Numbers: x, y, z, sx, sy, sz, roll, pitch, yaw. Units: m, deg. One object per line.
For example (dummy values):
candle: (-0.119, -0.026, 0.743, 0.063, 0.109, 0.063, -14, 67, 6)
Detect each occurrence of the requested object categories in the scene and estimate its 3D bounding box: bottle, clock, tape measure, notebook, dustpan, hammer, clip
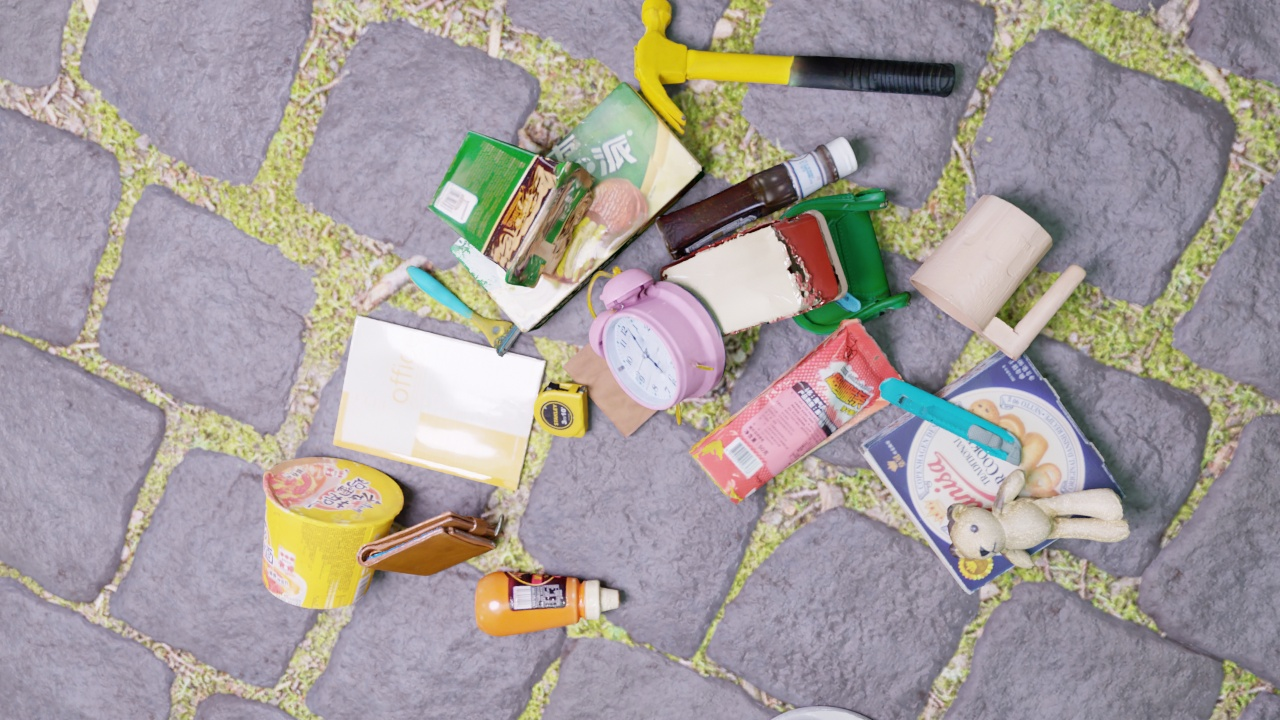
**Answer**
bottle: (-0.096, 0.252, 0.960, 0.149, 0.066, 0.067, -2, 97, -1)
clock: (0.006, -0.023, 0.870, 0.158, 0.059, 0.117, 47, 144, 18)
tape measure: (-0.080, 0.049, 0.941, 0.057, 0.028, 0.060, 6, 122, 12)
bottle: (0.110, -0.155, 0.874, 0.195, 0.080, 0.044, -24, 89, 6)
notebook: (-0.213, 0.045, 0.966, 0.206, 0.010, 0.146, 14, 99, 3)
dustpan: (0.164, 0.493, 0.991, 0.259, 0.142, 0.222, -36, 93, 38)
hammer: (0.143, -0.273, 0.868, 0.301, 0.033, 0.128, 3, 77, 1)
clip: (0.179, -0.063, 0.844, 0.057, 0.047, 0.014, 34, 91, -11)

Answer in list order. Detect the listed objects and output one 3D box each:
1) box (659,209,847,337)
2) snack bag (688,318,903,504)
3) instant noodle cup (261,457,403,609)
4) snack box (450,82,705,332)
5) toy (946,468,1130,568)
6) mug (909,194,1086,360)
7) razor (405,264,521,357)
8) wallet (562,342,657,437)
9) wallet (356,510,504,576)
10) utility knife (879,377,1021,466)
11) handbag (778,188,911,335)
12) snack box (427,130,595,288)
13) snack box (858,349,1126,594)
box: (0.094, -0.068, 0.839, 0.080, 0.169, 0.091, -21, 92, -37)
snack bag: (0.153, 0.054, 0.895, 0.208, 0.073, 0.128, -38, 130, 9)
instant noodle cup: (-0.322, 0.178, 0.939, 0.138, 0.137, 0.110, 18, 107, 3)
snack box: (-0.061, -0.146, 0.900, 0.240, 0.063, 0.114, -41, 90, 10)
toy: (0.366, 0.153, 0.851, 0.157, 0.066, 0.105, -10, 114, 14)
mug: (0.335, -0.078, 0.858, 0.124, 0.084, 0.103, 39, 98, 9)
razor: (-0.185, -0.056, 0.941, 0.132, 0.028, 0.043, 34, 76, -3)
wallet: (-0.006, 0.005, 0.938, 0.115, 0.020, 0.101, -42, 93, 6)
wallet: (-0.202, 0.186, 0.927, 0.119, 0.130, 0.035, -26, 68, 5)
utility knife: (0.297, 0.057, 0.873, 0.151, 0.013, 0.029, 26, 95, 3)
handbag: (0.189, -0.094, 0.880, 0.120, 0.068, 0.131, -16, 96, 7)
snack box: (-0.119, -0.140, 0.819, 0.105, 0.117, 0.118, 30, 96, 8)
snack box: (0.343, 0.107, 0.904, 0.183, 0.045, 0.178, -36, 92, 8)
